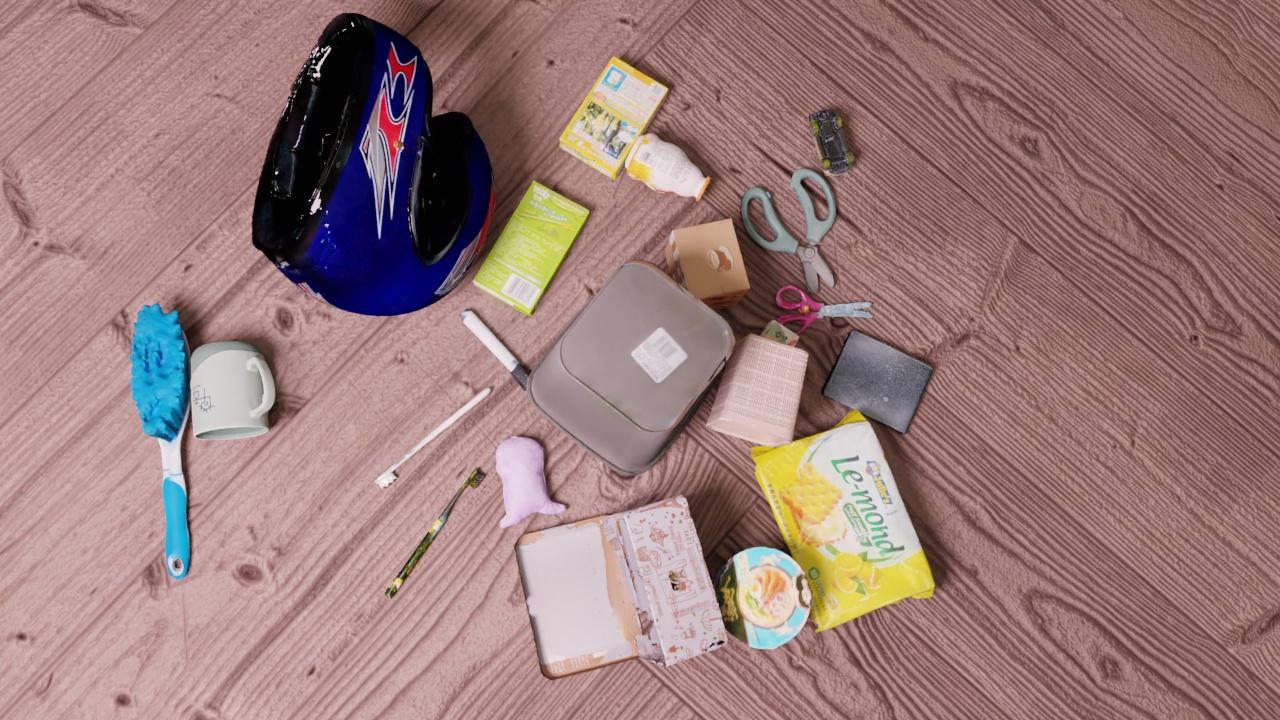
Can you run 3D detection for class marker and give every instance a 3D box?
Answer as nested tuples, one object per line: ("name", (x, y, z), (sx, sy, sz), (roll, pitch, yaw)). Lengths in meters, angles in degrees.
("marker", (-0.181, -0.013, 1.158), (0.022, 0.018, 0.130), (-44, 86, -1))

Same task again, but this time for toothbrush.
("toothbrush", (-0.254, 0.095, 1.137), (0.180, 0.016, 0.016), (-41, 93, -8))
("toothbrush", (-0.251, 0.212, 1.121), (0.017, 0.012, 0.185), (37, 80, -9))

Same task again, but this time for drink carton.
("drink carton", (0.150, 0.014, 1.158), (0.045, 0.053, 0.122), (31, 81, 1))

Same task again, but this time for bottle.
("bottle", (0.037, -0.246, 1.187), (0.108, 0.063, 0.063), (28, 80, 0))

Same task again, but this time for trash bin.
("trash bin", (-0.006, 0.006, 1.059), (0.198, 0.220, 0.198), (38, 76, 0))

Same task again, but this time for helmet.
("helmet", (-0.288, -0.205, 1.067), (0.240, 0.248, 0.315), (20, 85, -44))

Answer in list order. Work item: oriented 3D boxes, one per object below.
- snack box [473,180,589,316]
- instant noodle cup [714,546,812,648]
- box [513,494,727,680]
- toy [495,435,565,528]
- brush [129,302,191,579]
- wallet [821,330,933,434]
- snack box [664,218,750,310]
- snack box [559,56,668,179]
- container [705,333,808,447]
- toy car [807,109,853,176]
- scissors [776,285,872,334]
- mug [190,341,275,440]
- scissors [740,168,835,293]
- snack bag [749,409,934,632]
("snack box", (-0.139, -0.144, 1.177), (0.086, 0.026, 0.156), (28, 80, 1))
("instant noodle cup", (0.135, 0.274, 1.081), (0.111, 0.120, 0.111), (0, 80, -2))
("box", (-0.028, 0.264, 1.053), (0.217, 0.158, 0.180), (-13, 82, -6))
("toy", (-0.141, 0.144, 1.125), (0.083, 0.039, 0.108), (-9, 77, -20))
("brush", (-0.559, 0.096, 1.086), (0.060, 0.110, 0.314), (-4, 73, -14))
("wallet", (0.306, 0.027, 1.185), (0.121, 0.019, 0.097), (26, 81, 2))
("snack box", (0.082, -0.115, 1.153), (0.077, 0.094, 0.092), (-13, 82, -6))
("snack box", (-0.035, -0.320, 1.210), (0.087, 0.034, 0.140), (31, 79, 1))
("container", (0.140, 0.035, 1.084), (0.090, 0.090, 0.110), (17, 79, -5))
("toy car", (0.252, -0.287, 1.222), (0.042, 0.035, 0.090), (-16, 83, -5))
("scissors", (0.241, -0.057, 1.196), (0.137, 0.017, 0.072), (6, 90, -8))
("mug", (-0.479, 0.033, 1.089), (0.112, 0.082, 0.106), (-14, 77, 26))
("scissors", (0.194, -0.164, 1.208), (0.161, 0.019, 0.179), (-6, 84, -6))
("snack bag", (0.243, 0.199, 1.127), (0.158, 0.068, 0.246), (-20, 83, -6))
